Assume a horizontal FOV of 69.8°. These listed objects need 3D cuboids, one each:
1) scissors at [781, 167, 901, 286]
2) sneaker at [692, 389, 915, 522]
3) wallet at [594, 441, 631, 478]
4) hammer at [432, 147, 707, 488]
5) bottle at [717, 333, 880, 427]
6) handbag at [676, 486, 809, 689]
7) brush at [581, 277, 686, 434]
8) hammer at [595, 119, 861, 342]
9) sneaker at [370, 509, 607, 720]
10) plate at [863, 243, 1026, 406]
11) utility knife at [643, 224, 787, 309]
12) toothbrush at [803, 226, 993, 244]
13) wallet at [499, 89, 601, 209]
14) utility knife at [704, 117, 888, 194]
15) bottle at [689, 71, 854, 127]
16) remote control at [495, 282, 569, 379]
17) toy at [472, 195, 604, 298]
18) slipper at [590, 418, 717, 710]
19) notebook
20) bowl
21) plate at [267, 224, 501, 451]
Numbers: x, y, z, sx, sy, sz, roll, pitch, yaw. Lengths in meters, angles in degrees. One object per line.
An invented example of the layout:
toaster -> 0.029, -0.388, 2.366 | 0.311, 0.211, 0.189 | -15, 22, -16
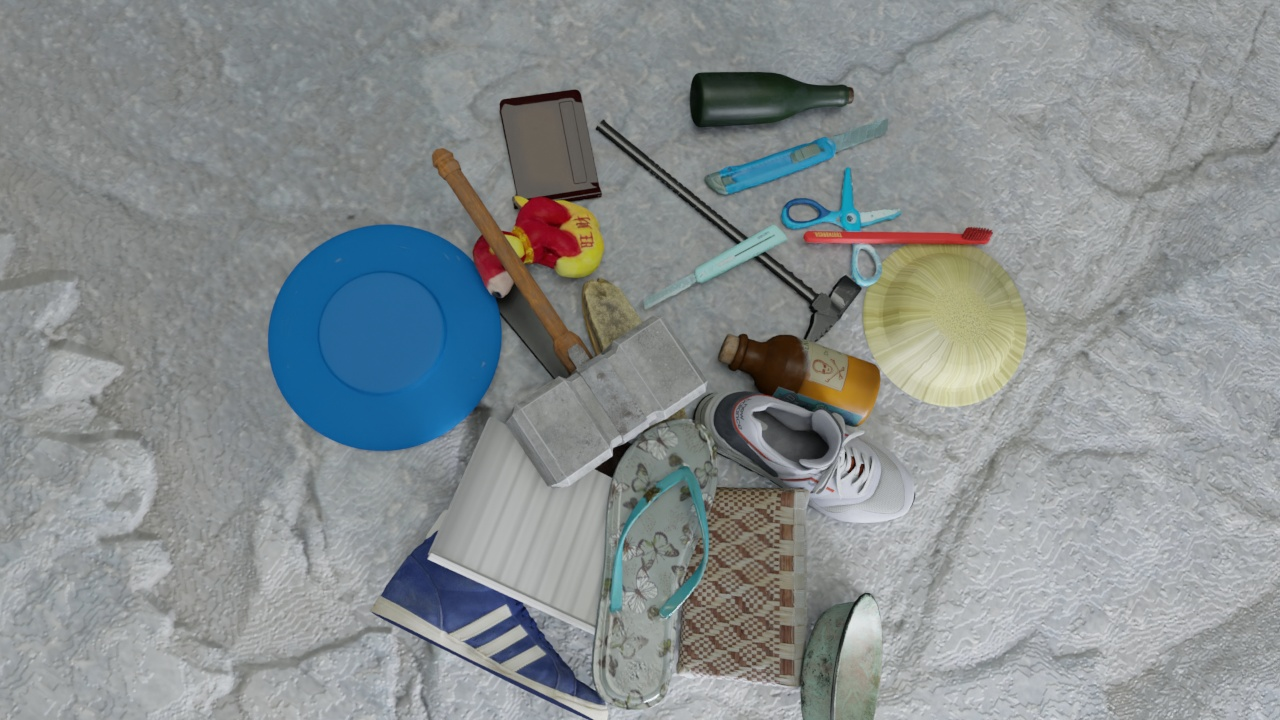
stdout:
scissors -> 0.215, -0.145, 0.982 | 0.139, 0.011, 0.134 | 2, 80, -6
sneaker -> 0.170, 0.092, 0.879 | 0.240, 0.124, 0.088 | 22, 78, -4
wallet -> -0.052, 0.114, 0.896 | 0.120, 0.031, 0.099 | 27, 77, -8
hammer -> -0.097, -0.059, 0.832 | 0.162, 0.083, 0.317 | -34, 89, -16
bottle -> 0.155, 0.012, 0.919 | 0.157, 0.068, 0.067 | 19, 78, -4
handbag -> 0.097, 0.209, 0.869 | 0.124, 0.047, 0.185 | -2, 80, 28
brush -> -0.005, 0.005, 0.911 | 0.059, 0.043, 0.195 | -25, 86, -11
hammer -> 0.078, -0.141, 0.963 | 0.325, 0.015, 0.095 | 39, 79, 1
sneaker -> -0.113, 0.228, 0.845 | 0.233, 0.092, 0.118 | 27, 67, -3
plate -> 0.330, -0.046, 0.968 | 0.184, 0.036, 0.184 | 1, 80, -7
utility knife -> 0.075, -0.094, 0.942 | 0.166, 0.015, 0.022 | -29, 86, -6
toothbrush -> 0.276, -0.134, 0.973 | 0.212, 0.018, 0.012 | -1, 54, -11
wallet -> -0.096, -0.218, 0.951 | 0.091, 0.018, 0.115 | -11, 84, -10
utility knife -> 0.173, -0.222, 0.989 | 0.221, 0.015, 0.031 | -22, 89, -12
bottle -> 0.142, -0.279, 0.973 | 0.174, 0.055, 0.055 | -5, 81, -10
remote control -> -0.095, -0.018, 0.918 | 0.034, 0.013, 0.150 | -39, 87, -12
toy -> -0.102, -0.120, 0.909 | 0.137, 0.067, 0.105 | -20, 70, -24
slipper -> 0.010, 0.172, 0.822 | 0.098, 0.055, 0.268 | 17, 71, -7
notebook -> -0.071, 0.159, 0.839 | 0.209, 0.009, 0.142 | 29, 57, -14
bowl -> 0.185, 0.293, 0.853 | 0.039, 0.157, 0.157 | 3, 78, 30
plate -> -0.248, -0.025, 0.886 | 0.224, 0.024, 0.224 | 1, 82, -4
